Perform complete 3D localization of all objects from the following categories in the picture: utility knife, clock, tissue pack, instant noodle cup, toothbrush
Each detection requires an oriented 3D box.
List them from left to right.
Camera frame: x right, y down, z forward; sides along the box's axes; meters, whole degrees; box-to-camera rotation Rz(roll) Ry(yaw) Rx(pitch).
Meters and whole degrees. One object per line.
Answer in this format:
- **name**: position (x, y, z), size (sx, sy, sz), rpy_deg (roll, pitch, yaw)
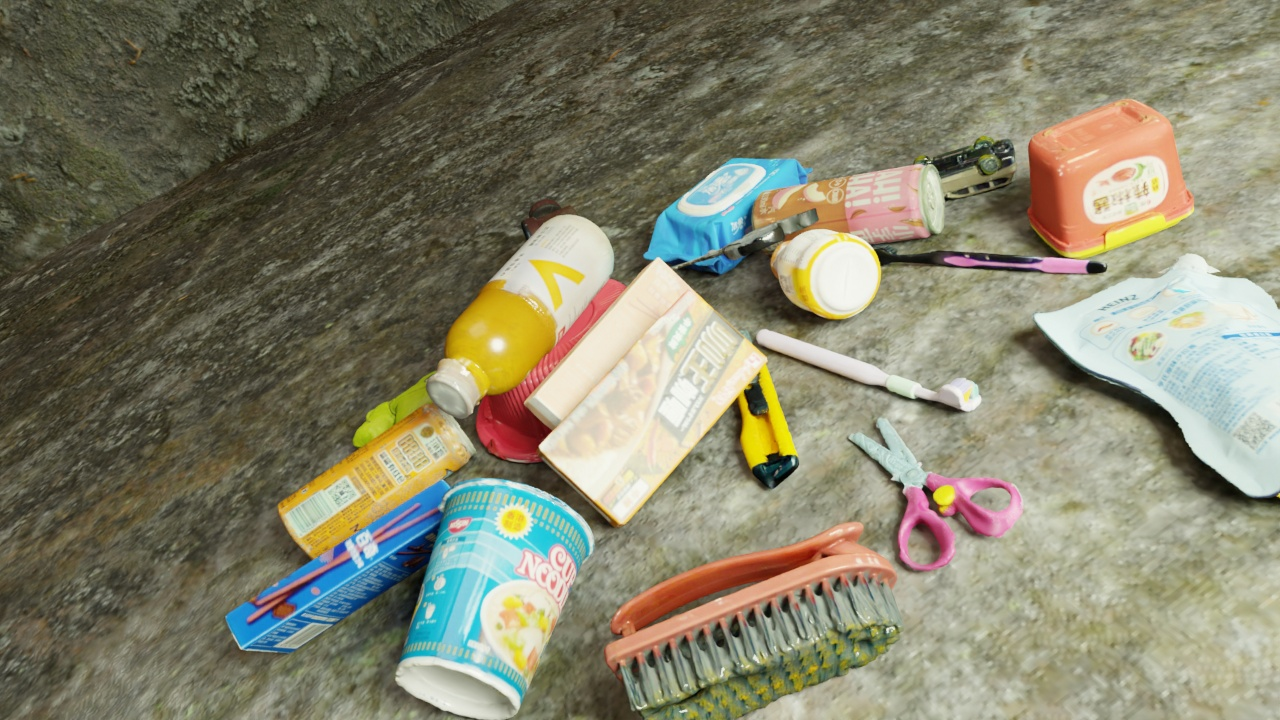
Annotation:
- **instant noodle cup**: position (-0.087, 0.141, 0.528), size (0.099, 0.099, 0.109), rpy_deg (-9, 44, 27)
- **clock**: position (-0.081, -0.113, 0.903), size (0.055, 0.082, 0.122), rpy_deg (-24, 32, -5)
- **instant noodle cup**: position (-0.058, -0.006, 0.744), size (0.194, 0.066, 0.193), rpy_deg (-19, 31, 12)
- **tissue pack**: position (0.080, -0.138, 0.847), size (0.156, 0.052, 0.095), rpy_deg (-42, 34, -24)
- **utility knife**: position (0.078, 0.024, 0.644), size (0.033, 0.015, 0.192), rpy_deg (-20, 31, 7)
- **toothbrush**: position (0.144, 0.002, 0.624), size (0.189, 0.029, 0.021), rpy_deg (21, 92, 52)
- **toothbrush**: position (0.242, -0.074, 0.671), size (0.189, 0.014, 0.017), rpy_deg (10, 35, 44)

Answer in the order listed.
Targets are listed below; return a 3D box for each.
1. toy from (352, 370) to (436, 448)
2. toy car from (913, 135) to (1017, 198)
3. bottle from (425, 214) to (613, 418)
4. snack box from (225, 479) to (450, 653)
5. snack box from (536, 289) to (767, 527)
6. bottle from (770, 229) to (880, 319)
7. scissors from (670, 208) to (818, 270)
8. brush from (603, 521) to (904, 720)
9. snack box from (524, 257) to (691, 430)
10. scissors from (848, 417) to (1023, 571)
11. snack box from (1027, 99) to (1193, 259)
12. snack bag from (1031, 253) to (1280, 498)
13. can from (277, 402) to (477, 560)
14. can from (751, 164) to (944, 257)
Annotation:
- **toy**: position (-0.203, 0.045, 0.809), size (0.100, 0.031, 0.096), rpy_deg (-19, 31, 22)
- **toy car**: position (0.260, -0.153, 0.752), size (0.091, 0.035, 0.042), rpy_deg (-12, 32, 23)
- **bottle**: position (-0.088, -0.034, 0.677), size (0.068, 0.068, 0.189), rpy_deg (0, 40, 37)
- **snack box**: position (-0.184, 0.138, 0.609), size (0.157, 0.085, 0.026), rpy_deg (-32, 74, -10)
- **snack box**: position (0.009, 0.030, 0.613), size (0.153, 0.075, 0.026), rpy_deg (-47, -3, -17)
- **bottle**: position (0.134, -0.069, 0.696), size (0.063, 0.063, 0.108), rpy_deg (-30, 18, -5)
- **scissors**: position (0.063, -0.088, 0.739), size (0.159, 0.014, 0.170), rpy_deg (-22, 9, -4)
- **brush**: position (0.057, 0.129, 0.457), size (0.146, 0.063, 0.069), rpy_deg (-23, 44, 3)
- **snack box**: position (-0.004, 0.004, 0.666), size (0.156, 0.084, 0.026), rpy_deg (-50, 7, -32)
- **scissors**: position (0.149, 0.074, 0.522), size (0.077, 0.017, 0.137), rpy_deg (-40, 28, -5)
- **snack box**: position (0.315, -0.126, 0.627), size (0.091, 0.080, 0.082), rpy_deg (-21, 31, 9)
- **snack bag**: position (0.308, -0.001, 0.488), size (0.110, 0.039, 0.190), rpy_deg (-30, 29, 5)
- **can**: position (-0.202, 0.093, 0.710), size (0.145, 0.058, 0.058), rpy_deg (-36, 32, -15)
- **can**: position (0.168, -0.121, 0.751), size (0.148, 0.058, 0.057), rpy_deg (-4, 38, 33)
